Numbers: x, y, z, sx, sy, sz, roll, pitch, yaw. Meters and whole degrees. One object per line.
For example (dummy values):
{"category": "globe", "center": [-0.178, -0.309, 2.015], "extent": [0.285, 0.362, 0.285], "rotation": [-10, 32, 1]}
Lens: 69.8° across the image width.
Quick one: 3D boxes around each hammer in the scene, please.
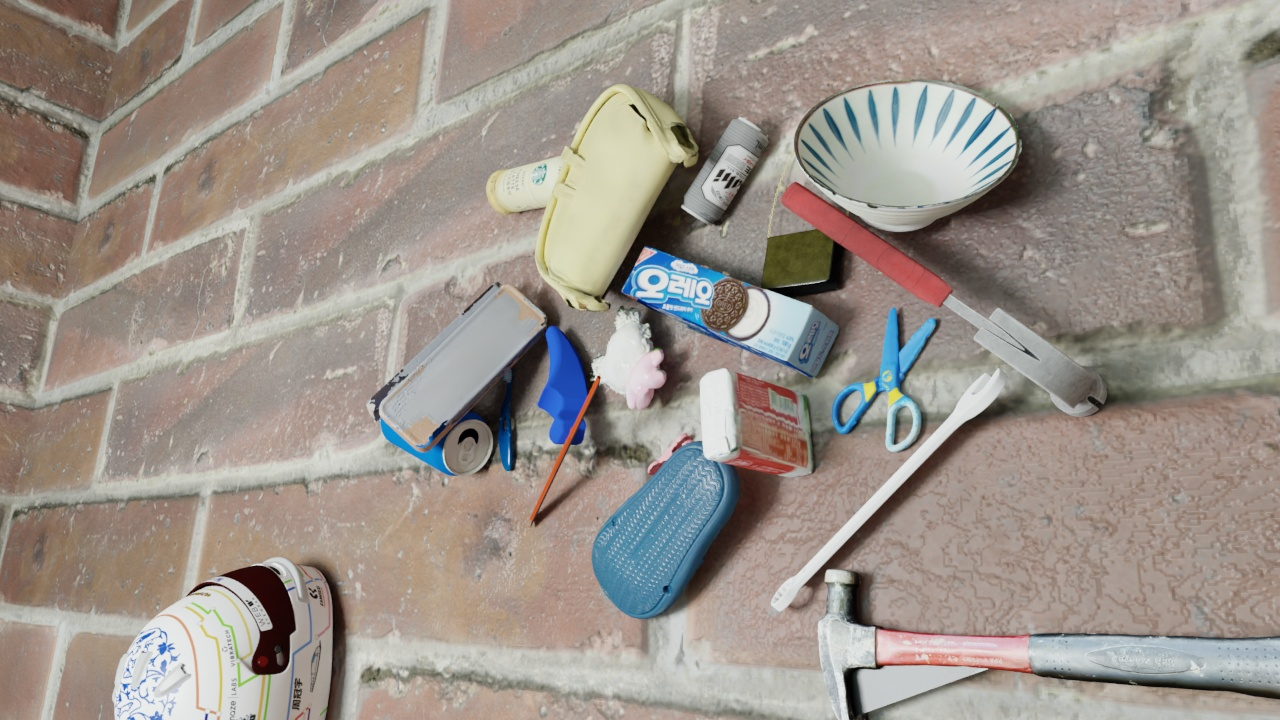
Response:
{"category": "hammer", "center": [0.275, 0.216, 0.642], "extent": [0.327, 0.036, 0.140], "rotation": [-11, 67, 38]}
{"category": "hammer", "center": [0.215, -0.067, 0.728], "extent": [0.036, 0.126, 0.315], "rotation": [-55, 47, 13]}

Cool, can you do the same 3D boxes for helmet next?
{"category": "helmet", "center": [-0.526, 0.401, 1.151], "extent": [0.232, 0.235, 0.314], "rotation": [-20, 64, 33]}

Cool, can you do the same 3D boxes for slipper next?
{"category": "slipper", "center": [0.028, 0.163, 0.863], "extent": [0.103, 0.059, 0.214], "rotation": [53, 124, 28]}

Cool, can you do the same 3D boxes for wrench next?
{"category": "wrench", "center": [0.196, 0.110, 0.744], "extent": [0.009, 0.047, 0.274], "rotation": [39, 109, 3]}

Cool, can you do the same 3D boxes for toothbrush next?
{"category": "toothbrush", "center": [-0.159, 0.067, 1.085], "extent": [0.021, 0.016, 0.132], "rotation": [-20, 63, 37]}

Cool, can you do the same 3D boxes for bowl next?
{"category": "bowl", "center": [0.218, -0.158, 0.767], "extent": [0.177, 0.071, 0.177], "rotation": [-5, 48, 5]}

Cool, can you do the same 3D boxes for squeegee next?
{"category": "squeegee", "center": [-0.083, 0.036, 0.995], "extent": [0.250, 0.055, 0.184], "rotation": [117, 150, -43]}

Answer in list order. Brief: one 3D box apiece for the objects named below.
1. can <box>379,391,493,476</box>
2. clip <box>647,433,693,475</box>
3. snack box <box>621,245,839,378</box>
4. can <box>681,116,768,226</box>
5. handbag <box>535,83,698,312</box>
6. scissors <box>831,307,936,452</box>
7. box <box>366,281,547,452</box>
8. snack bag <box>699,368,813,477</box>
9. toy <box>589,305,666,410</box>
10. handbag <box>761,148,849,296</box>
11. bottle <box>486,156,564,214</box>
{"category": "can", "center": [-0.250, 0.085, 1.117], "extent": [0.146, 0.079, 0.079], "rotation": [18, 89, 43]}
{"category": "clip", "center": [0.030, 0.095, 0.907], "extent": [0.058, 0.022, 0.037], "rotation": [-50, 47, 11]}
{"category": "snack box", "center": [0.080, -0.050, 0.883], "extent": [0.226, 0.059, 0.059], "rotation": [26, 91, 44]}
{"category": "can", "center": [0.086, -0.192, 0.934], "extent": [0.044, 0.044, 0.107], "rotation": [43, 106, 41]}
{"category": "handbag", "center": [-0.033, -0.172, 0.968], "extent": [0.233, 0.088, 0.191], "rotation": [-61, 27, 8]}
{"category": "scissors", "center": [0.216, 0.018, 0.771], "extent": [0.105, 0.019, 0.132], "rotation": [43, 107, 38]}
{"category": "box", "center": [-0.211, 0.009, 1.075], "extent": [0.105, 0.096, 0.216], "rotation": [39, 71, 11]}
{"category": "snack bag", "center": [0.101, 0.055, 0.793], "extent": [0.036, 0.115, 0.077], "rotation": [-21, 62, 42]}
{"category": "toy", "center": [-0.006, 0.006, 0.950], "extent": [0.109, 0.041, 0.096], "rotation": [51, 125, 45]}
{"category": "handbag", "center": [0.162, -0.148, 0.872], "extent": [0.084, 0.027, 0.177], "rotation": [-4, 68, 39]}
{"category": "bottle", "center": [-0.115, -0.213, 1.109], "extent": [0.162, 0.056, 0.056], "rotation": [-1, 75, 41]}
